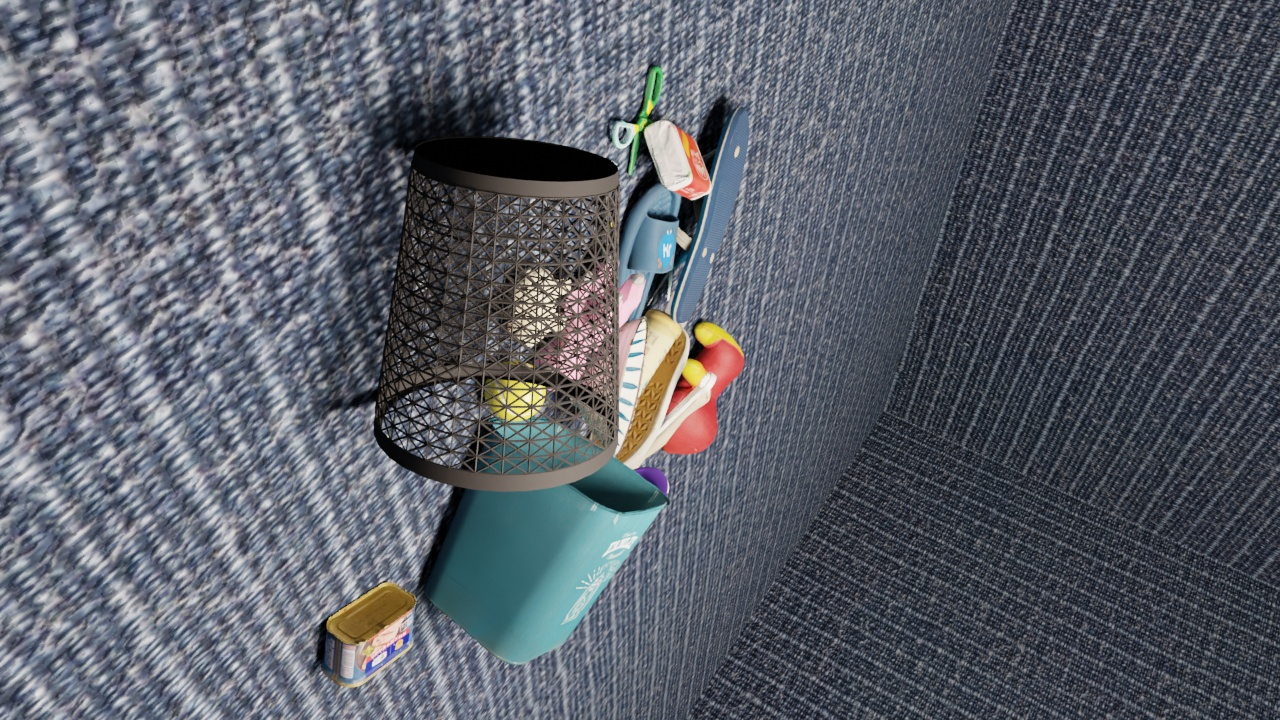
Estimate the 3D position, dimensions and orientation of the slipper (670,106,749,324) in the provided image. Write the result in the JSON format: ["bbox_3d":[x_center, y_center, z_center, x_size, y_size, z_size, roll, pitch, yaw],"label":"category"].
[{"bbox_3d":[0.080,-0.194,1.225,0.118,0.060,0.295,-2,111,-69],"label":"slipper"}]

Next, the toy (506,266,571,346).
[{"bbox_3d":[-0.114,-0.055,0.956,0.112,0.050,0.087,-22,129,-47],"label":"toy"}]

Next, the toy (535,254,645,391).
[{"bbox_3d":[-0.063,-0.038,1.052,0.158,0.067,0.123,-58,172,35],"label":"toy"}]

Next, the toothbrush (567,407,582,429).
[{"bbox_3d":[-0.102,0.118,1.210,0.190,0.017,0.016,-62,158,-4],"label":"toothbrush"}]

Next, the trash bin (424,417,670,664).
[{"bbox_3d":[-0.117,0.207,1.064,0.219,0.199,0.196,-61,159,8],"label":"trash bin"}]

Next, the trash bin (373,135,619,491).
[{"bbox_3d":[-0.112,-0.051,0.778,0.216,0.217,0.244,-29,133,-55],"label":"trash bin"}]

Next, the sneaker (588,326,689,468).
[{"bbox_3d":[0.006,0.061,1.308,0.235,0.087,0.079,-62,163,-14],"label":"sneaker"}]

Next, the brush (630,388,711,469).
[{"bbox_3d":[0.025,0.126,1.354,0.273,0.077,0.061,-54,-174,34],"label":"brush"}]

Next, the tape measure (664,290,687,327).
[{"bbox_3d":[0.057,-0.072,1.355,0.060,0.020,0.062,2,112,-66],"label":"tape measure"}]

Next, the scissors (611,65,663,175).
[{"bbox_3d":[-0.001,-0.266,1.029,0.131,0.011,0.126,-36,146,-54],"label":"scissors"}]

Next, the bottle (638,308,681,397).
[{"bbox_3d":[-0.007,0.007,1.249,0.161,0.056,0.056,-56,156,-18],"label":"bottle"}]

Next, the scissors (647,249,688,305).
[{"bbox_3d":[0.042,-0.130,1.273,0.127,0.014,0.133,-55,160,-11],"label":"scissors"}]

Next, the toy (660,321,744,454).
[{"bbox_3d":[0.093,0.054,1.478,0.216,0.099,0.147,-65,151,-10],"label":"toy"}]

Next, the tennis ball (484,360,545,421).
[{"bbox_3d":[-0.134,0.033,0.983,0.065,0.065,0.065,-48,152,-35],"label":"tennis ball"}]

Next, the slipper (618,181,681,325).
[{"bbox_3d":[0.011,-0.123,1.150,0.103,0.059,0.214,-26,138,-60],"label":"slipper"}]

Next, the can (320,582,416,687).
[{"bbox_3d":[-0.279,0.282,0.947,0.099,0.054,0.059,-30,139,-55],"label":"can"}]

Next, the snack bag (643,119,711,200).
[{"bbox_3d":[0.045,-0.233,1.074,0.077,0.036,0.115,70,18,4],"label":"snack bag"}]

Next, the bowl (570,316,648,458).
[{"bbox_3d":[-0.044,0.026,1.130,0.177,0.071,0.177,13,88,-83],"label":"bowl"}]

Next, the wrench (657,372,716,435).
[{"bbox_3d":[0.017,0.107,1.307,0.274,0.009,0.047,-46,-162,30],"label":"wrench"}]

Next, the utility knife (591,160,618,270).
[{"bbox_3d":[-0.041,-0.140,1.069,0.028,0.020,0.203,-42,148,-47],"label":"utility knife"}]

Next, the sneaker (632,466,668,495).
[{"bbox_3d":[-0.054,0.217,1.238,0.243,0.092,0.111,-28,169,-35],"label":"sneaker"}]
